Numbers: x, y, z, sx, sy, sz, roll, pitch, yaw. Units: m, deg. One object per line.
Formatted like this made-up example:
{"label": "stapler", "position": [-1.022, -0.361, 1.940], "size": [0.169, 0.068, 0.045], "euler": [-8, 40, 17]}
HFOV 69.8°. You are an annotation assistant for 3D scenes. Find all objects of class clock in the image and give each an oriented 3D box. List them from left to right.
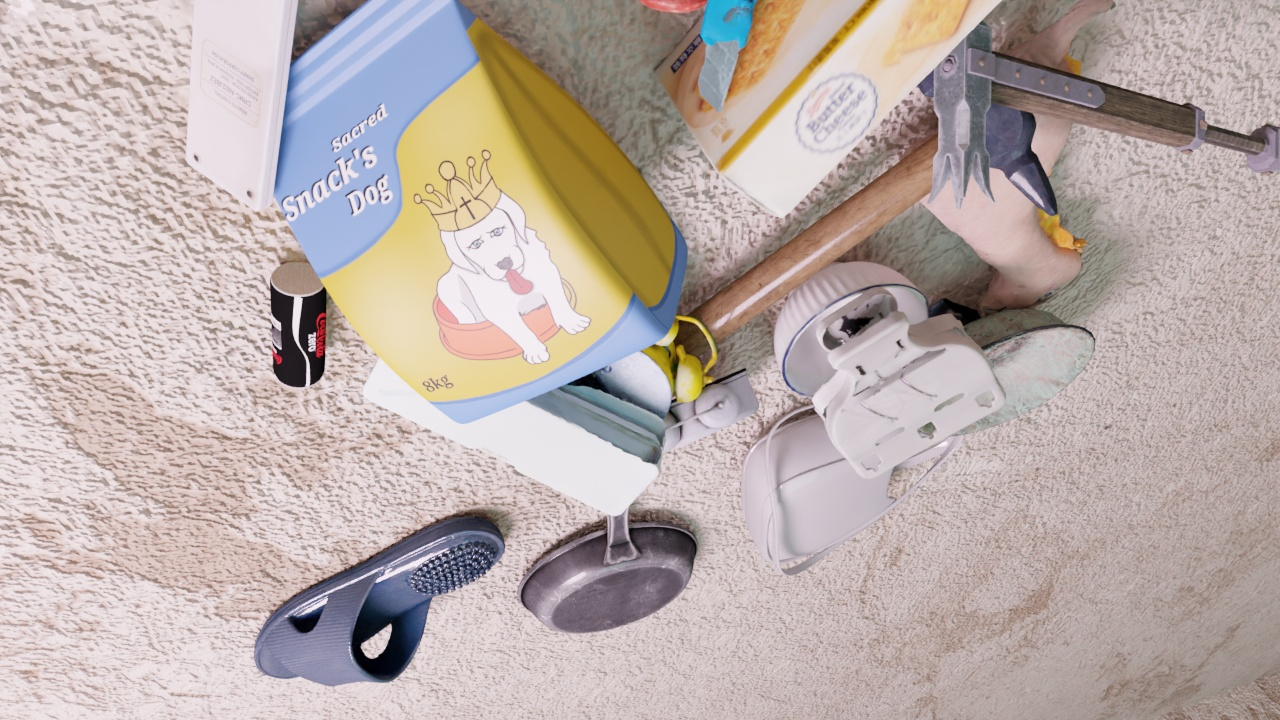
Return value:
{"label": "clock", "position": [-0.004, 0.004, 0.639], "size": [0.119, 0.057, 0.083], "euler": [-17, 120, 24]}
{"label": "clock", "position": [0.042, 0.041, 0.697], "size": [0.095, 0.035, 0.122], "euler": [-24, 178, 13]}

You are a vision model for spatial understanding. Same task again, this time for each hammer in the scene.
{"label": "hammer", "position": [0.110, -0.069, 0.614], "size": [0.323, 0.129, 0.040], "euler": [-36, 180, 33]}
{"label": "hammer", "position": [0.292, -0.149, 0.542], "size": [0.316, 0.147, 0.028], "euler": [2, 179, -30]}

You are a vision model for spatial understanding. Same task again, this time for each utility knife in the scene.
{"label": "utility knife", "position": [0.057, -0.210, 0.440], "size": [0.031, 0.015, 0.179], "euler": [10, 109, -14]}

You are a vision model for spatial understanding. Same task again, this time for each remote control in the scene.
{"label": "remote control", "position": [-0.188, -0.138, 0.431], "size": [0.011, 0.050, 0.136], "euler": [-45, 166, -50]}

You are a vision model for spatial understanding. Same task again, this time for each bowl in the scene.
{"label": "bowl", "position": [0.150, -0.033, 0.693], "size": [0.118, 0.062, 0.118], "euler": [-13, 141, -11]}
{"label": "bowl", "position": [0.293, 0.006, 0.767], "size": [0.157, 0.038, 0.158], "euler": [-12, 147, -8]}

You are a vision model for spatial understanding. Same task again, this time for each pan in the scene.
{"label": "pan", "position": [-0.022, 0.164, 0.855], "size": [0.187, 0.055, 0.358], "euler": [-10, 143, -14]}

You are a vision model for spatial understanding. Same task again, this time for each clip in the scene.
{"label": "clip", "position": [0.178, 0.005, 0.668], "size": [0.126, 0.096, 0.152], "euler": [-34, 118, 12]}

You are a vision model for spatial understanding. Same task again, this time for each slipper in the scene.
{"label": "slipper", "position": [-0.229, 0.230, 0.799], "size": [0.264, 0.082, 0.101], "euler": [-33, 138, 12]}

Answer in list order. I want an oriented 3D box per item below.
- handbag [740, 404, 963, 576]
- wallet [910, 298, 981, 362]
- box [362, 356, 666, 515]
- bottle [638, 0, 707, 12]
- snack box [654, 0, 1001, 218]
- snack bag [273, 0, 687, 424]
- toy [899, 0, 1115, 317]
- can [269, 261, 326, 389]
{"label": "handbag", "position": [0.207, 0.101, 0.848], "size": [0.222, 0.095, 0.216], "euler": [-19, 143, -8]}
{"label": "wallet", "position": [0.269, -0.009, 0.803], "size": [0.114, 0.026, 0.089], "euler": [14, 129, -37]}
{"label": "box", "position": [-0.081, 0.035, 0.611], "size": [0.199, 0.066, 0.083], "euler": [26, 154, -12]}
{"label": "bottle", "position": [0.021, -0.223, 0.433], "size": [0.044, 0.044, 0.109], "euler": [-8, 138, -17]}
{"label": "snack box", "position": [0.108, -0.185, 0.467], "size": [0.057, 0.104, 0.208], "euler": [22, 124, -41]}
{"label": "snack bag", "position": [-0.095, -0.079, 0.479], "size": [0.159, 0.102, 0.205], "euler": [-23, 124, 30]}
{"label": "toy", "position": [0.287, -0.122, 0.657], "size": [0.197, 0.065, 0.264], "euler": [-41, 139, 25]}
{"label": "can", "position": [-0.209, -0.020, 0.563], "size": [0.031, 0.031, 0.081], "euler": [-3, 137, -23]}
